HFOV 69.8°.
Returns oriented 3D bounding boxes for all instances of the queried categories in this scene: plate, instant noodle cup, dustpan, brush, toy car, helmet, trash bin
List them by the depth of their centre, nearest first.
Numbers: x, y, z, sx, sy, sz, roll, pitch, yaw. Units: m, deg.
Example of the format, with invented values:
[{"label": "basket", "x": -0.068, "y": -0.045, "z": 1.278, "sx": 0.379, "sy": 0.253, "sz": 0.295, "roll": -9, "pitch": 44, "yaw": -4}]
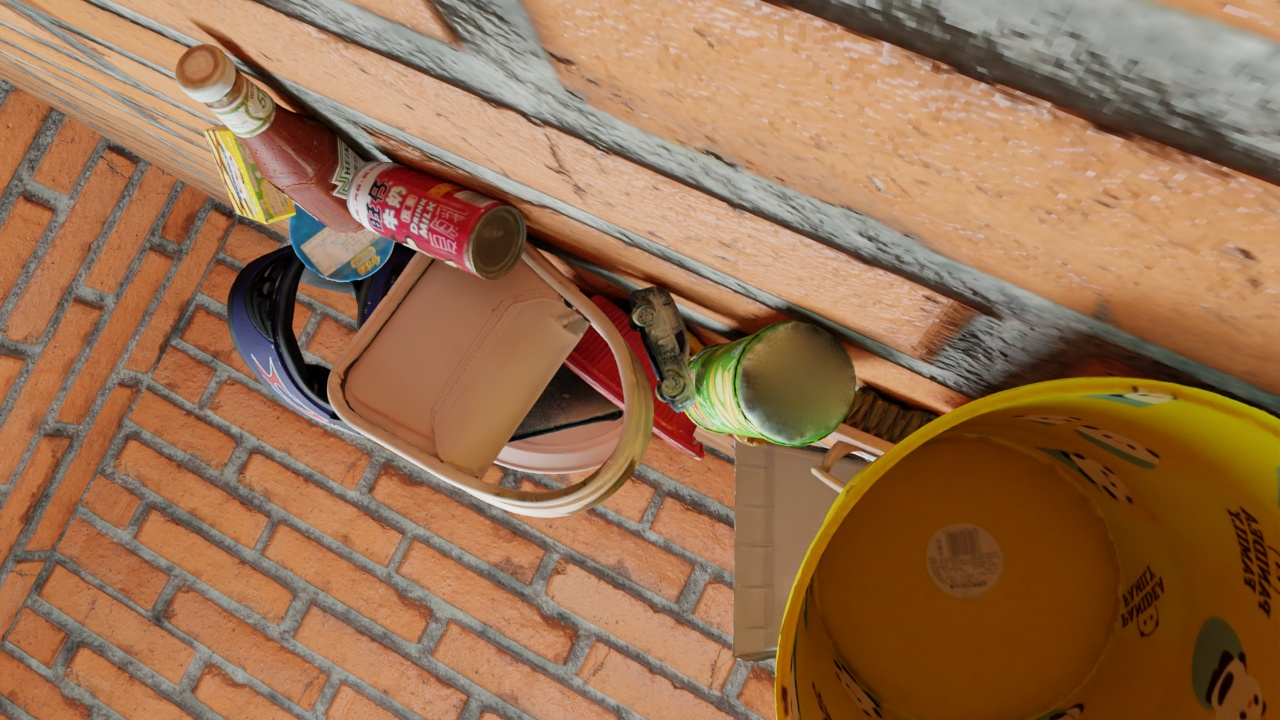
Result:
[{"label": "trash bin", "x": 0.180, "y": 0.128, "z": 0.437, "sx": 0.229, "sy": 0.229, "sz": 0.255, "roll": 26, "pitch": -179, "yaw": 9}, {"label": "brush", "x": 0.191, "y": 0.075, "z": 0.610, "sx": 0.146, "sy": 0.073, "sz": 0.063, "roll": 23, "pitch": 173, "yaw": 24}, {"label": "toy car", "x": 0.017, "y": -0.008, "z": 0.634, "sx": 0.043, "sy": 0.034, "sz": 0.090, "roll": 138, "pitch": 112, "yaw": -80}, {"label": "instant noodle cup", "x": -0.005, "y": 0.005, "z": 0.807, "sx": 0.194, "sy": 0.066, "sz": 0.194, "roll": 36, "pitch": -179, "yaw": -1}, {"label": "instant noodle cup", "x": -0.294, "y": -0.133, "z": 0.927, "sx": 0.099, "sy": 0.099, "sz": 0.110, "roll": 28, "pitch": -177, "yaw": -13}, {"label": "plate", "x": -0.091, "y": 0.020, "z": 0.931, "sx": 0.229, "sy": 0.228, "sz": 0.028, "roll": 25, "pitch": 134, "yaw": 16}, {"label": "dustpan", "x": 0.197, "y": 0.201, "z": 0.994, "sx": 0.257, "sy": 0.222, "sz": 0.143, "roll": 4, "pitch": 170, "yaw": -14}, {"label": "helmet", "x": -0.288, "y": -0.029, "z": 1.088, "sx": 0.241, "sy": 0.246, "sz": 0.315, "roll": -7, "pitch": 155, "yaw": 27}]

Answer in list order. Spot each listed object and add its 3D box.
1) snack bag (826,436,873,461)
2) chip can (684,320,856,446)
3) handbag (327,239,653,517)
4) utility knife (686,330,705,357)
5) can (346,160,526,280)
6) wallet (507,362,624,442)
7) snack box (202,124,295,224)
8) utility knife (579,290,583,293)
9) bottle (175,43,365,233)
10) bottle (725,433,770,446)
[{"label": "snack bag", "x": 0.198, "y": 0.072, "z": 0.802, "sx": 0.104, "sy": 0.026, "sz": 0.048, "roll": 24, "pitch": 162, "yaw": 28}, {"label": "chip can", "x": 0.076, "y": 0.017, "z": 0.611, "sx": 0.072, "sy": 0.072, "sz": 0.221, "roll": 27, "pitch": 175, "yaw": -4}, {"label": "handbag", "x": -0.095, "y": 0.016, "z": 0.670, "sx": 0.234, "sy": 0.193, "sz": 0.093, "roll": 32, "pitch": 177, "yaw": 28}, {"label": "utility knife", "x": 0.050, "y": -0.007, "z": 0.816, "sx": 0.033, "sy": 0.015, "sz": 0.171, "roll": 27, "pitch": 176, "yaw": 31}, {"label": "can", "x": -0.146, "y": -0.102, "z": 0.649, "sx": 0.133, "sy": 0.053, "sz": 0.053, "roll": 24, "pitch": 174, "yaw": 30}, {"label": "wallet", "x": -0.088, "y": 0.029, "z": 0.765, "sx": 0.120, "sy": 0.019, "sz": 0.097, "roll": -11, "pitch": -144, "yaw": -41}, {"label": "snack box", "x": -0.374, "y": -0.181, "z": 0.874, "sx": 0.140, "sy": 0.033, "sz": 0.087, "roll": 19, "pitch": 128, "yaw": 52}, {"label": "utility knife", "x": -0.063, "y": -0.061, "z": 0.854, "sx": 0.029, "sy": 0.013, "sz": 0.218, "roll": 26, "pitch": 178, "yaw": 28}, {"label": "bottle", "x": -0.250, "y": -0.153, "z": 0.652, "sx": 0.060, "sy": 0.059, "sz": 0.206, "roll": 26, "pitch": 171, "yaw": 15}, {"label": "bottle", "x": 0.073, "y": 0.040, "z": 0.936, "sx": 0.057, "sy": 0.057, "sz": 0.175, "roll": 30, "pitch": 174, "yaw": -32}]
